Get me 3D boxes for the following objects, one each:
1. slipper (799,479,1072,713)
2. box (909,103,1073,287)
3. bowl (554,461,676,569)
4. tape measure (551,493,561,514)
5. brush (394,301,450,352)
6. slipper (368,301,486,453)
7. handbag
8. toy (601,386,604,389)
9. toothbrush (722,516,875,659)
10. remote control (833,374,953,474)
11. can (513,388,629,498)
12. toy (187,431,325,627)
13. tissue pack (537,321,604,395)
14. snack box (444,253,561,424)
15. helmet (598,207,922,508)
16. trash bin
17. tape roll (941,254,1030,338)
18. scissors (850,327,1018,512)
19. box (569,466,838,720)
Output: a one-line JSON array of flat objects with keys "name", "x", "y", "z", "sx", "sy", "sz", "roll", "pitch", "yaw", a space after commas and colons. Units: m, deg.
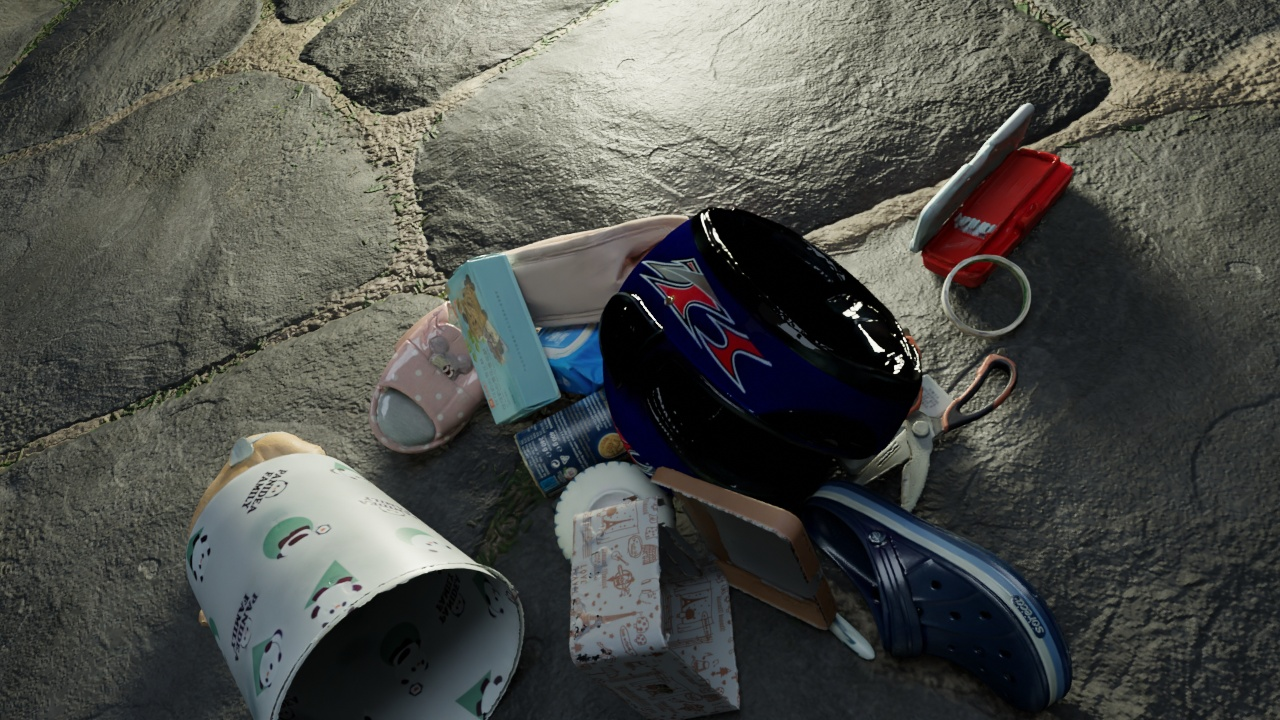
[{"name": "slipper", "x": 0.221, "y": 0.188, "z": 0.744, "sx": 0.095, "sy": 0.105, "sz": 0.253, "roll": -36, "pitch": 48, "yaw": -21}, {"name": "box", "x": 0.380, "y": -0.184, "z": 0.992, "sx": 0.095, "sy": 0.101, "sz": 0.201, "roll": 33, "pitch": 69, "yaw": 36}, {"name": "bowl", "x": -0.022, "y": 0.150, "z": 0.850, "sx": 0.116, "sy": 0.066, "sz": 0.116, "roll": 1, "pitch": 80, "yaw": -3}, {"name": "tape measure", "x": -0.046, "y": 0.150, "z": 0.913, "sx": 0.066, "sy": 0.033, "sz": 0.066, "roll": -38, "pitch": 53, "yaw": -10}, {"name": "brush", "x": -0.224, "y": -0.035, "z": 1.094, "sx": 0.063, "sy": 0.073, "sz": 0.145, "roll": 29, "pitch": 63, "yaw": 37}, {"name": "slipper", "x": -0.199, "y": -0.009, "z": 1.039, "sx": 0.273, "sy": 0.114, "sz": 0.055, "roll": -52, "pitch": 16, "yaw": -26}, {"name": "handbag", "x": -0.031, "y": -0.123, "z": 1.048, "sx": 0.194, "sy": 0.093, "sz": 0.233, "roll": -5, "pitch": 21, "yaw": 40}, {"name": "toy", "x": -0.006, "y": 0.006, "z": 1.016, "sx": 0.097, "sy": 0.031, "sz": 0.100, "roll": -1, "pitch": 53, "yaw": 20}, {"name": "toothbrush", "x": 0.136, "y": 0.199, "z": 0.823, "sx": 0.016, "sy": 0.018, "sz": 0.191, "roll": -39, "pitch": 51, "yaw": -14}, {"name": "remote control", "x": 0.243, "y": 0.062, "z": 0.893, "sx": 0.125, "sy": 0.024, "sz": 0.049, "roll": -30, "pitch": 52, "yaw": -7}, {"name": "can", "x": -0.066, "y": 0.085, "z": 0.944, "sx": 0.111, "sy": 0.075, "sz": 0.075, "roll": -27, "pitch": 49, "yaw": -3}, {"name": "toy", "x": -0.424, "y": 0.180, "z": 0.986, "sx": 0.144, "sy": 0.082, "sz": 0.225, "roll": -8, "pitch": 52, "yaw": 28}, {"name": "tissue pack", "x": -0.070, "y": -0.013, "z": 1.014, "sx": 0.157, "sy": 0.052, "sz": 0.094, "roll": 6, "pitch": 52, "yaw": 49}, {"name": "snack box", "x": -0.151, "y": -0.022, "z": 0.991, "sx": 0.051, "sy": 0.074, "sz": 0.175, "roll": -18, "pitch": 84, "yaw": -35}, {"name": "helmet", "x": 0.089, "y": 0.020, "z": 0.825, "sx": 0.247, "sy": 0.241, "sz": 0.315, "roll": 17, "pitch": 26, "yaw": -23}, {"name": "trash bin", "x": -0.268, "y": 0.217, "z": 0.820, "sx": 0.229, "sy": 0.230, "sz": 0.252, "roll": -44, "pitch": 47, "yaw": -18}, {"name": "tape roll", "x": 0.353, "y": -0.066, "z": 0.938, "sx": 0.086, "sy": 0.014, "sz": 0.085, "roll": -1, "pitch": 80, "yaw": 8}, {"name": "scissors", "x": 0.272, "y": 0.051, "z": 0.869, "sx": 0.189, "sy": 0.015, "sz": 0.225, "roll": -9, "pitch": 52, "yaw": 4}, {"name": "box", "x": 0.065, "y": 0.186, "z": 0.743, "sx": 0.185, "sy": 0.183, "sz": 0.154, "roll": -15, "pitch": 50, "yaw": 18}]
